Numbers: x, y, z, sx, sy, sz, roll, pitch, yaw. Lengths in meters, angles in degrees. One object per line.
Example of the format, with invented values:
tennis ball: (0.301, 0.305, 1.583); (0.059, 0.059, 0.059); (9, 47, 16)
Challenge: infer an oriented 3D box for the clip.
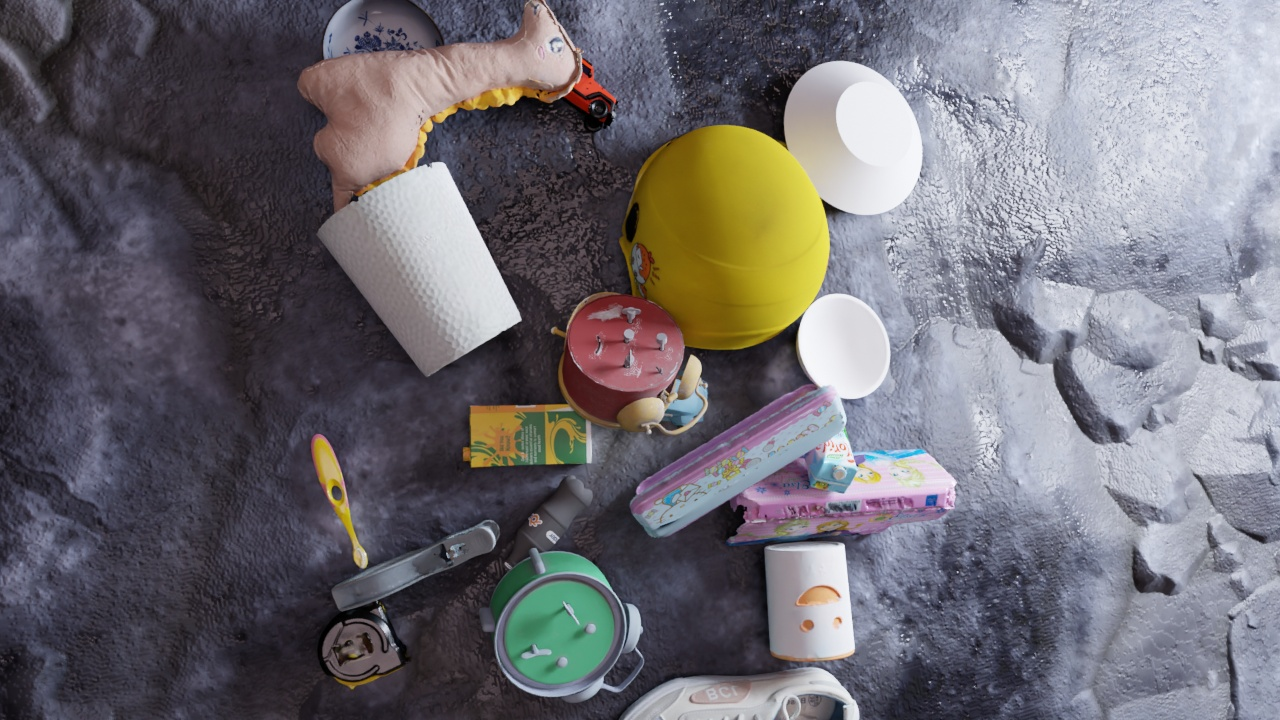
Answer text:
clip: (-0.205, 0.189, 0.861); (0.162, 0.090, 0.027); (-22, 90, 2)

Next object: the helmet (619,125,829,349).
helmet: (0.092, -0.134, 0.902); (0.209, 0.140, 0.240); (-7, 86, -12)

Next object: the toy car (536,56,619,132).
toy car: (-0.065, -0.278, 0.930); (0.100, 0.051, 0.048); (33, 82, -6)

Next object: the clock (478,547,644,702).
clock: (-0.064, 0.258, 0.862); (0.161, 0.075, 0.122); (41, 88, -19)

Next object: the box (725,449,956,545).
box: (0.197, 0.151, 0.937); (0.230, 0.084, 0.091); (-2, 113, -11)

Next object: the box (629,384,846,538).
box: (0.091, 0.094, 0.861); (0.214, 0.140, 0.062); (-31, 84, 2)

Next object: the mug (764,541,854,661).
mug: (0.167, 0.237, 0.912); (0.082, 0.082, 0.105); (-3, 85, -11)

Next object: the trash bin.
trash bin: (-0.197, -0.080, 0.852); (0.133, 0.133, 0.161); (-32, 96, -12)

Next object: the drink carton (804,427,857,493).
drink carton: (0.183, 0.078, 0.913); (0.044, 0.128, 0.039); (13, 124, -10)

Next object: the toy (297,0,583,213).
toy: (-0.182, -0.236, 0.875); (0.264, 0.065, 0.196); (-9, 114, -12)

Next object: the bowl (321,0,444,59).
bowl: (-0.247, -0.299, 0.891); (0.114, 0.045, 0.114); (-5, 118, -9)

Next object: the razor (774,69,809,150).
razor: (0.171, -0.267, 0.991); (0.042, 0.026, 0.105); (19, 77, -8)

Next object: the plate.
plate: (0.239, -0.245, 0.977); (0.173, 0.036, 0.174); (4, 80, -20)

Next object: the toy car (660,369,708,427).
toy car: (0.018, 0.035, 0.929); (0.107, 0.027, 0.060); (8, 83, -10)

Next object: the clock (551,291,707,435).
clock: (-0.005, 0.005, 0.870); (0.159, 0.081, 0.116); (43, 60, 17)

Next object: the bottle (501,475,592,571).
bottle: (-0.092, 0.161, 0.892); (0.036, 0.036, 0.109); (43, 79, -4)

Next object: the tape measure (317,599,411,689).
tape measure: (-0.259, 0.264, 0.849); (0.072, 0.042, 0.071); (-26, 93, -10)

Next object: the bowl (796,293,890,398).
bowl: (0.203, -0.011, 0.959); (0.109, 0.041, 0.109); (5, 77, -21)

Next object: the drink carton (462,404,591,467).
drink carton: (-0.111, 0.073, 0.895); (0.122, 0.041, 0.058); (-1, 85, -12)

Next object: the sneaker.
sneaker: (0.094, 0.351, 0.883); (0.242, 0.091, 0.089); (-7, 87, -11)

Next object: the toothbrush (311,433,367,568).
toothbrush: (-0.285, 0.133, 0.868); (0.021, 0.016, 0.135); (-20, 89, -10)
